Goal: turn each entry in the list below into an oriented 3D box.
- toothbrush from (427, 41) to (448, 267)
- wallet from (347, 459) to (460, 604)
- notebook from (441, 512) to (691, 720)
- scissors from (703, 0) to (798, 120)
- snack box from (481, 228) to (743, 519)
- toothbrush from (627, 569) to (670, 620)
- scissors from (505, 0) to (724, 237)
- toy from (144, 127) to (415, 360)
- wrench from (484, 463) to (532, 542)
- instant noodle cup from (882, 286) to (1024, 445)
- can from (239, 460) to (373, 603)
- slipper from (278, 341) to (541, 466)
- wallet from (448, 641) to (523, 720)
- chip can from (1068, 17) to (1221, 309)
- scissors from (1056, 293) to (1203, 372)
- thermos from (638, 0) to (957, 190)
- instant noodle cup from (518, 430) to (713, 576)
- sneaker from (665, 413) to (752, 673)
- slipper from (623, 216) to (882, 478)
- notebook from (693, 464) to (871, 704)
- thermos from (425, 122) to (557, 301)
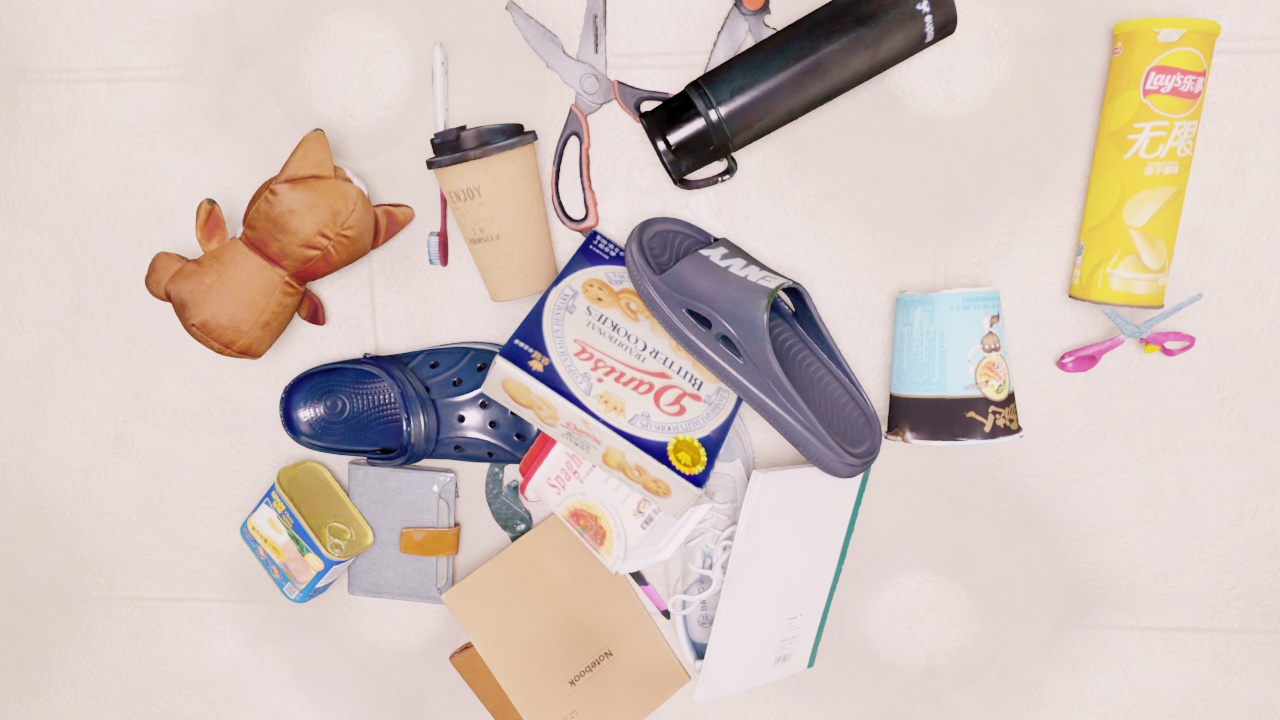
[{"bbox_3d":[-0.174,-0.174,0.785,0.017,0.016,0.188,5,103,14],"label":"toothbrush"},{"bbox_3d":[-0.219,0.160,0.846,0.106,0.037,0.130,6,102,5],"label":"wallet"},{"bbox_3d":[-0.062,0.251,0.828,0.147,0.008,0.207,-34,98,-20],"label":"notebook"},{"bbox_3d":[0.087,-0.309,0.724,0.232,0.021,0.221,43,98,-14],"label":"scissors"},{"bbox_3d":[-0.004,0.004,0.724,0.178,0.182,0.046,33,136,-4],"label":"snack box"},{"bbox_3d":[-0.027,0.167,0.835,0.014,0.017,0.189,-31,102,24],"label":"toothbrush"},{"bbox_3d":[-0.036,-0.210,0.765,0.223,0.015,0.189,38,102,-2],"label":"scissors"},{"bbox_3d":[-0.301,-0.096,0.770,0.200,0.140,0.130,-40,54,10],"label":"toy"},{"bbox_3d":[-0.082,0.210,0.854,0.056,0.016,0.273,-19,99,9],"label":"wrench"},{"bbox_3d":[0.248,0.002,0.739,0.111,0.111,0.120,-3,94,6],"label":"instant noodle cup"},{"bbox_3d":[-0.303,0.156,0.828,0.102,0.057,0.083,50,118,10],"label":"can"},{"bbox_3d":[-0.197,0.039,0.790,0.253,0.095,0.105,1,98,9],"label":"slipper"},{"bbox_3d":[-0.104,0.308,0.863,0.108,0.031,0.132,-33,97,22],"label":"wallet"},{"bbox_3d":[0.386,-0.149,0.709,0.072,0.072,0.213,5,103,4],"label":"chip can"},{"bbox_3d":[0.388,-0.019,0.730,0.135,0.133,0.017,-27,57,40],"label":"scissors"},{"bbox_3d":[0.121,-0.217,0.718,0.242,0.068,0.090,-29,142,6],"label":"thermos"},{"bbox_3d":[-0.017,0.101,0.755,0.124,0.116,0.116,48,116,26],"label":"instant noodle cup"},{"bbox_3d":[0.054,0.154,0.792,0.089,0.090,0.242,-1,101,4],"label":"sneaker"},{"bbox_3d":[0.106,-0.027,0.724,0.268,0.110,0.084,46,134,1],"label":"slipper"},{"bbox_3d":[0.124,0.185,0.782,0.150,0.012,0.209,1,107,-41],"label":"notebook"},{"bbox_3d":[-0.116,-0.125,0.755,0.093,0.093,0.143,-12,107,7],"label":"thermos"}]
